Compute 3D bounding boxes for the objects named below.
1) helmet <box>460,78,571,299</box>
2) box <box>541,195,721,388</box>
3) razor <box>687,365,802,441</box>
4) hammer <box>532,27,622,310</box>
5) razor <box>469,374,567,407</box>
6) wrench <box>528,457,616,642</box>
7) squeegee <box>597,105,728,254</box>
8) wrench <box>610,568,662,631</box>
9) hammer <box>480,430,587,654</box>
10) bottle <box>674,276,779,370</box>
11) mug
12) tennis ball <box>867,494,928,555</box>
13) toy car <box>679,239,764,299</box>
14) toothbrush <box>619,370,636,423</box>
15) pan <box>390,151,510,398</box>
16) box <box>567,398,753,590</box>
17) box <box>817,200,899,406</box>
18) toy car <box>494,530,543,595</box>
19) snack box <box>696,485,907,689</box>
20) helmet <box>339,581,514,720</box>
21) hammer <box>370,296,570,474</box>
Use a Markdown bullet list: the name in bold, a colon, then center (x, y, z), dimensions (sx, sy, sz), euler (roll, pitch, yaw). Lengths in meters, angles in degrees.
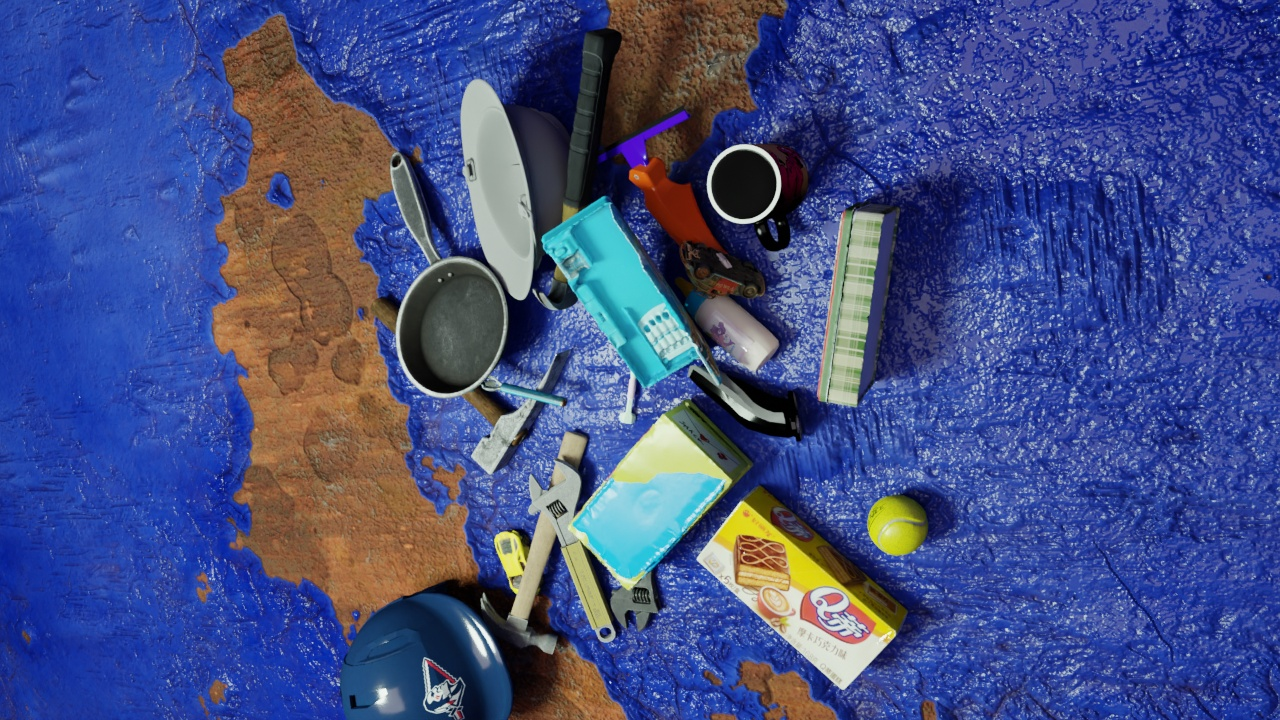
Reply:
- **helmet**: center (-0.128, -0.214, 1.120), dimensions (0.183, 0.117, 0.272), euler (38, 141, 47)
- **box**: center (-0.007, -0.056, 1.027), dimensions (0.098, 0.121, 0.227), euler (-32, 118, 6)
- **razor**: center (0.122, 0.047, 1.087), dimensions (0.156, 0.057, 0.060), euler (20, 79, 22)
- **hammer**: center (-0.069, -0.205, 1.049), dimensions (0.025, 0.117, 0.334), euler (25, 124, 21)
- **razor**: center (-0.160, 0.039, 1.205), dimensions (0.144, 0.022, 0.042), euler (14, 72, 21)
- **wrench**: center (-0.084, 0.262, 1.245), dimensions (0.084, 0.018, 0.273), euler (-19, 102, 7)
- **squeegee**: center (0.038, -0.177, 1.047), dimensions (0.185, 0.055, 0.250), euler (46, 161, -18)
- **wrench**: center (0.014, 0.239, 1.210), dimensions (0.073, 0.018, 0.273), euler (20, 109, 22)
- **hammer**: center (-0.134, 0.251, 1.263), dimensions (0.119, 0.030, 0.332), euler (18, 107, -2)
- **bottle**: center (0.095, -0.050, 1.076), dimensions (0.146, 0.051, 0.051), euler (42, 117, 13)
- **mug**: center (0.134, -0.176, 0.996), dimensions (0.082, 0.098, 0.118), euler (-16, 95, 30)
- **tennis ball**: center (0.287, 0.184, 1.024), dimensions (0.065, 0.065, 0.065), euler (7, 105, 26)
- **toy car**: center (0.086, -0.096, 1.046), dimensions (0.112, 0.047, 0.047), euler (19, 136, -21)
- **toothbrush**: center (-0.007, 0.007, 1.163), dimensions (0.022, 0.015, 0.155), euler (7, 107, -5)
- **pan**: center (-0.273, -0.120, 1.232), dimensions (0.188, 0.055, 0.356), euler (-25, 72, 24)
- **box**: center (0.021, 0.169, 1.142), dimensions (0.124, 0.080, 0.221), euler (43, 117, 12)
- **box**: center (0.229, -0.061, 0.967), dimensions (0.049, 0.117, 0.206), euler (10, 108, 23)
- **toy car**: center (-0.175, 0.293, 1.314), dimensions (0.049, 0.030, 0.107), euler (-19, 95, 29)
- **snack box**: center (0.191, 0.267, 1.097), dimensions (0.230, 0.061, 0.110), euler (40, 117, 14)
- **helmet**: center (-0.303, 0.452, 1.311), dimensions (0.273, 0.222, 0.232), euler (-19, 93, 25)
- **hammer**: center (-0.252, -0.016, 1.274), dimensions (0.300, 0.037, 0.218), euler (41, 117, 14)
